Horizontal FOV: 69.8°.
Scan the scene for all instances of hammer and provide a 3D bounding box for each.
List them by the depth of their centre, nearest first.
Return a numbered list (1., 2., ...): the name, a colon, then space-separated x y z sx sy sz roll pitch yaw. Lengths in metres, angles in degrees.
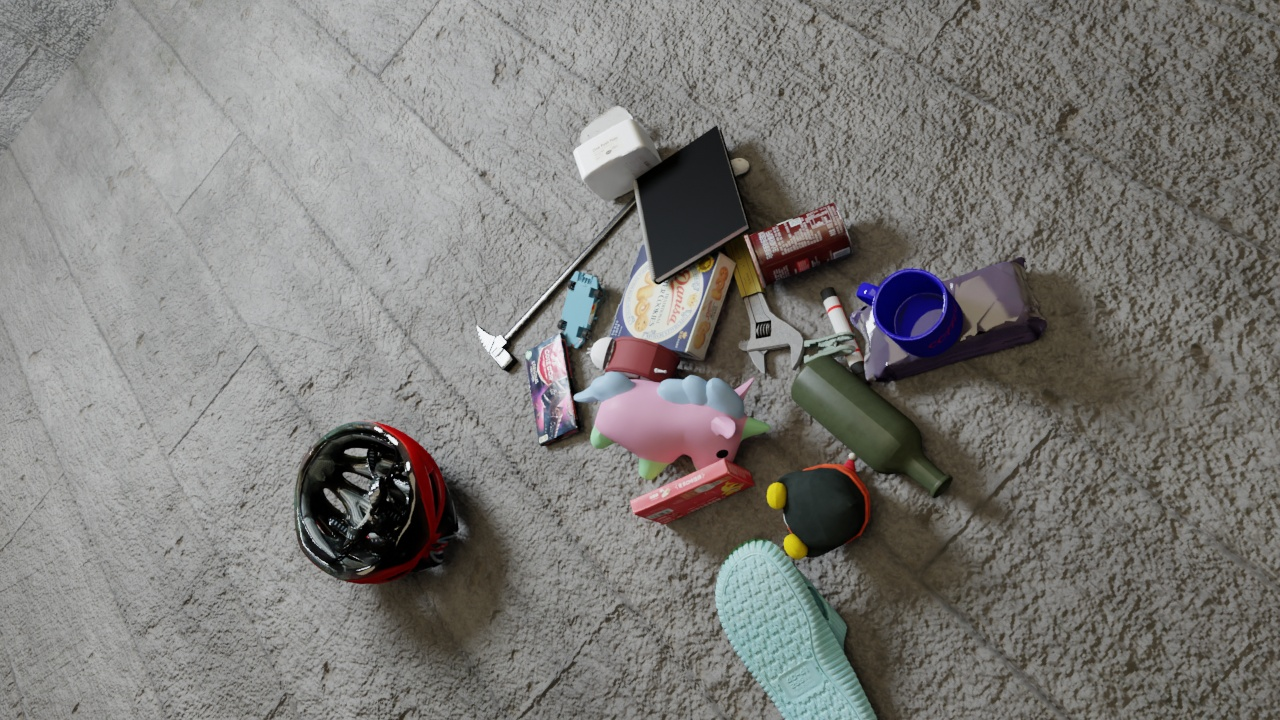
1. hammer: -0.119 -0.129 1.376 0.325 0.015 0.095 -46 57 6

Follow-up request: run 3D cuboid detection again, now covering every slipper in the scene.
1. slipper: 0.178 0.330 1.021 0.116 0.069 0.276 -35 75 15

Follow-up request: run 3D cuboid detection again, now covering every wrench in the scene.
1. wrench: 0.149 -0.102 1.216 0.084 0.018 0.273 -23 63 20

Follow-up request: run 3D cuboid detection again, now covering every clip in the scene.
1. clip: 0.232 -0.016 1.121 0.076 0.023 0.047 -20 63 53

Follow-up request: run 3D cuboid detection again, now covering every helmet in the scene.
1. helmet: -0.382 0.203 1.312 0.272 0.167 0.217 28 87 33

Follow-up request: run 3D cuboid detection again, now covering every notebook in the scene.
1. notebook: 0.064 -0.213 1.249 0.149 0.016 0.206 -30 47 23

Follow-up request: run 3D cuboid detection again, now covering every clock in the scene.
1. clock: -0.007 0.007 1.216 0.138 0.096 0.048 7 70 30

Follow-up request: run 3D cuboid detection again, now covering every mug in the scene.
1. mug: 0.292 -0.057 1.014 0.111 0.083 0.079 27 92 32

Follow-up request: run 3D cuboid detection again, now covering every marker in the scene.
1. marker: 0.254 -0.026 1.130 0.019 0.019 0.145 -26 62 19

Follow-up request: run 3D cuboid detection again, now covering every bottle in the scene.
1. bottle: 0.267 0.079 1.055 0.071 0.071 0.207 -49 57 5

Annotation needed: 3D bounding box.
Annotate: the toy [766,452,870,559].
1. toy: 0.214 0.162 1.041 0.100 0.119 0.097 -22 86 32

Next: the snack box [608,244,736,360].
1. snack box: 0.041 -0.081 1.242 0.145 0.042 0.144 11 78 41

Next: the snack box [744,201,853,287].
1. snack box: 0.200 -0.147 1.161 0.121 0.072 0.072 -21 63 9

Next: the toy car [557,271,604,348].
1. toy car: -0.084 -0.072 1.329 0.060 0.027 0.108 21 101 33

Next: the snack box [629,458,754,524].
1. snack box: 0.064 0.163 1.126 0.133 0.089 0.021 -27 63 18

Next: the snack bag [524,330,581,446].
1. snack bag: -0.126 0.041 1.311 0.075 0.018 0.155 -27 62 30

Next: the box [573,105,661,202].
1. box: -0.041 -0.322 1.347 0.110 0.103 0.130 -24 71 17

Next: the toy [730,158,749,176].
1. toy: 0.092 -0.244 1.286 0.076 0.037 0.125 35 85 39

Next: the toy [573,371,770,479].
1. toy: 0.033 0.067 1.135 0.222 0.119 0.172 31 127 -1

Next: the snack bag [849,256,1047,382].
1. snack bag: 0.351 -0.046 1.061 0.206 0.058 0.096 -19 65 21
